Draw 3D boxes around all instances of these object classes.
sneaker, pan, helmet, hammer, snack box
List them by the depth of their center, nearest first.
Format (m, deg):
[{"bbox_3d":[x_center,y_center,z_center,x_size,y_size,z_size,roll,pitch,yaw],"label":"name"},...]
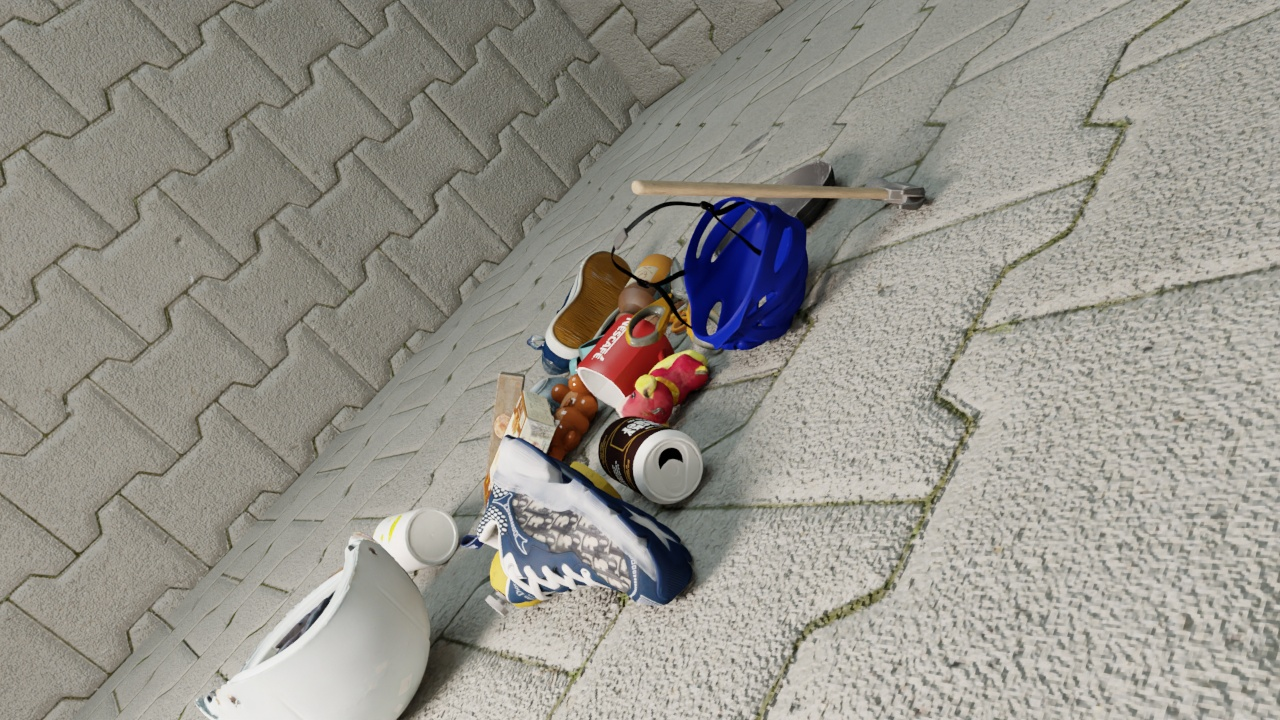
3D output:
[{"bbox_3d":[-0.069,0.170,0.826,0.270,0.103,0.132,23,80,48],"label":"sneaker"},{"bbox_3d":[-0.323,0.320,0.977,0.235,0.163,0.265,-50,11,-33],"label":"helmet"},{"bbox_3d":[0.152,-0.184,0.979,0.119,0.330,0.031,-137,50,-66],"label":"hammer"},{"bbox_3d":[0.078,-0.116,1.009,0.148,0.227,0.240,-48,24,39],"label":"helmet"},{"bbox_3d":[-0.158,0.126,1.188,0.143,0.041,0.147,-132,63,-74],"label":"snack box"},{"bbox_3d":[0.134,-0.149,1.287,0.357,0.040,0.207,-43,17,3],"label":"pan"},{"bbox_3d":[-0.201,0.087,1.405,0.301,0.037,0.158,-138,56,-83],"label":"hammer"},{"bbox_3d":[-0.103,-0.079,1.590,0.128,0.120,0.293,-59,4,46],"label":"sneaker"}]

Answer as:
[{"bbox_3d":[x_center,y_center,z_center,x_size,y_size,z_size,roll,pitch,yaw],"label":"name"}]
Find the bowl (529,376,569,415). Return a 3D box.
[{"bbox_3d":[-0.137,0.061,1.369,0.110,0.055,0.110,-39,16,14],"label":"bowl"}]

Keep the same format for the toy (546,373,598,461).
[{"bbox_3d":[-0.100,0.083,1.221,0.095,0.065,0.127,-39,20,46],"label":"toy"}]

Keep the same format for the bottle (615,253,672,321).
[{"bbox_3d":[0.004,-0.093,1.398,0.068,0.068,0.156,-27,23,43],"label":"bottle"}]

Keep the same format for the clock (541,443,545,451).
[{"bbox_3d":[-0.108,0.153,1.009,0.044,0.091,0.122,-31,15,34],"label":"clock"}]

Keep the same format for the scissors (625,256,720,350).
[{"bbox_3d":[0.063,-0.075,1.181,0.166,0.016,0.224,11,38,18],"label":"scissors"}]

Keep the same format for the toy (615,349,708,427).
[{"bbox_3d":[0.035,0.029,1.059,0.106,0.067,0.137,-28,10,36],"label":"toy"}]

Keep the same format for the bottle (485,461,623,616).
[{"bbox_3d":[-0.094,0.188,0.938,0.163,0.071,0.071,-49,18,-20],"label":"bottle"}]

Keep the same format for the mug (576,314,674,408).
[{"bbox_3d":[-0.007,0.007,1.174,0.116,0.080,0.096,21,61,40],"label":"mug"}]

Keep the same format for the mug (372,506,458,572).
[{"bbox_3d":[-0.311,0.247,1.265,0.106,0.082,0.082,-22,27,48],"label":"mug"}]

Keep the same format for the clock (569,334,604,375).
[{"bbox_3d":[-0.054,-0.005,1.313,0.089,0.053,0.124,-28,11,-39],"label":"clock"}]

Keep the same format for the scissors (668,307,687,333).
[{"bbox_3d":[0.059,-0.070,1.313,0.083,0.012,0.133,-45,18,-12],"label":"scissors"}]

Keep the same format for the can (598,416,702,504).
[{"bbox_3d":[0.008,0.097,0.916,0.071,0.072,0.129,-47,17,-12],"label":"can"}]
